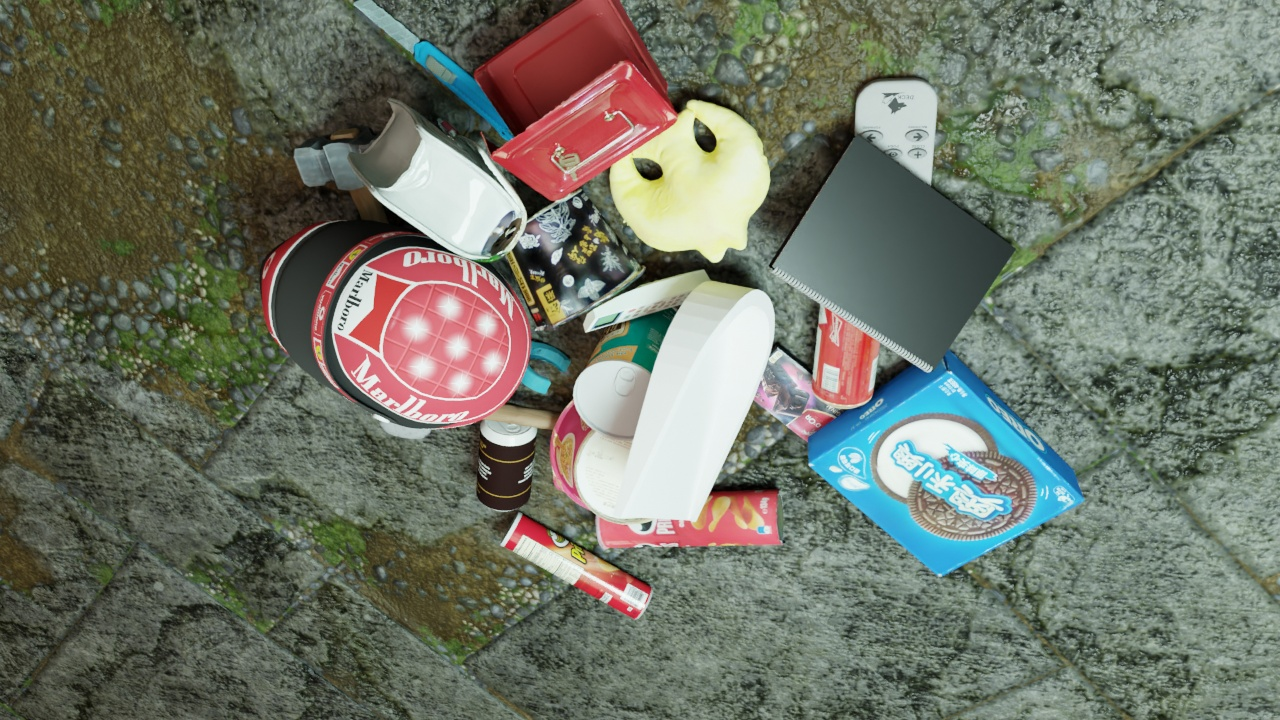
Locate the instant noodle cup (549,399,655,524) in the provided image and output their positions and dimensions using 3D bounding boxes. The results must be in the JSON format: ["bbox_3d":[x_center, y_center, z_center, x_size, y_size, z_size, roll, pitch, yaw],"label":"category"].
[{"bbox_3d":[-0.014,0.115,1.075,0.178,0.077,0.179,-3,106,-10],"label":"instant noodle cup"}]

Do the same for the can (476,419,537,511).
[{"bbox_3d":[-0.172,0.127,1.174,0.072,0.071,0.129,14,124,6],"label":"can"}]

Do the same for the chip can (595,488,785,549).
[{"bbox_3d":[0.064,0.200,1.157,0.233,0.073,0.073,-4,120,17],"label":"chip can"}]

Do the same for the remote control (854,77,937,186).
[{"bbox_3d":[0.245,-0.196,0.890,0.074,0.019,0.151,3,122,14],"label":"remote control"}]

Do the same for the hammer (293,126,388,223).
[{"bbox_3d":[-0.293,-0.112,1.074,0.117,0.051,0.323,-2,123,13],"label":"hammer"}]

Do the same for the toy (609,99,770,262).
[{"bbox_3d":[0.053,-0.173,0.930,0.171,0.064,0.155,-26,106,27],"label":"toy"}]

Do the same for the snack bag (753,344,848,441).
[{"bbox_3d":[0.190,0.049,1.061,0.155,0.018,0.075,37,122,-11],"label":"snack bag"}]

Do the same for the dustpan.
[{"bbox_3d":[0.072,0.048,0.962,0.053,0.191,0.257,14,87,28],"label":"dustpan"}]

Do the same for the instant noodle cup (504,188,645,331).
[{"bbox_3d":[-0.081,-0.110,0.973,0.138,0.137,0.112,-26,102,27],"label":"instant noodle cup"}]

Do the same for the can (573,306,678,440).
[{"bbox_3d":[-0.006,0.006,1.009,0.099,0.143,0.099,7,123,11],"label":"can"}]

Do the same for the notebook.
[{"bbox_3d":[0.246,-0.099,0.894,0.206,0.016,0.149,30,97,-16],"label":"notebook"}]

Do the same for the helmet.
[{"bbox_3d":[-0.240,-0.036,0.943,0.270,0.225,0.197,26,85,-33],"label":"helmet"}]

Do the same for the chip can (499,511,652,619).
[{"bbox_3d":[-0.087,0.283,1.262,0.214,0.051,0.052,30,124,-5],"label":"chip can"}]

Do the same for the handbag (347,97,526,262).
[{"bbox_3d":[-0.195,-0.179,0.900,0.142,0.198,0.096,33,95,-33],"label":"handbag"}]

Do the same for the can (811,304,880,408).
[{"bbox_3d":[0.221,-0.032,0.970,0.067,0.067,0.170,6,123,11],"label":"can"}]

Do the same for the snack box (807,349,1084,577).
[{"bbox_3d":[0.338,0.120,1.032,0.239,0.056,0.196,39,122,-17],"label":"snack box"}]

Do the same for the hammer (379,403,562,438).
[{"bbox_3d":[-0.149,0.066,1.114,0.328,0.097,0.052,9,126,-8],"label":"hammer"}]

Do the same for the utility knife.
[{"bbox_3d":[-0.202,-0.298,0.951,0.225,0.015,0.031,39,118,-9],"label":"utility knife"}]

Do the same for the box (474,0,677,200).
[{"bbox_3d":[-0.066,-0.260,0.879,0.158,0.156,0.147,-29,153,15],"label":"box"}]

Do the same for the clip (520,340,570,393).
[{"bbox_3d":[-0.134,-0.016,1.103,0.130,0.120,0.031,45,132,21],"label":"clip"}]

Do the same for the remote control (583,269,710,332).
[{"bbox_3d":[0.008,-0.067,0.979,0.024,0.143,0.050,69,160,10],"label":"remote control"}]
